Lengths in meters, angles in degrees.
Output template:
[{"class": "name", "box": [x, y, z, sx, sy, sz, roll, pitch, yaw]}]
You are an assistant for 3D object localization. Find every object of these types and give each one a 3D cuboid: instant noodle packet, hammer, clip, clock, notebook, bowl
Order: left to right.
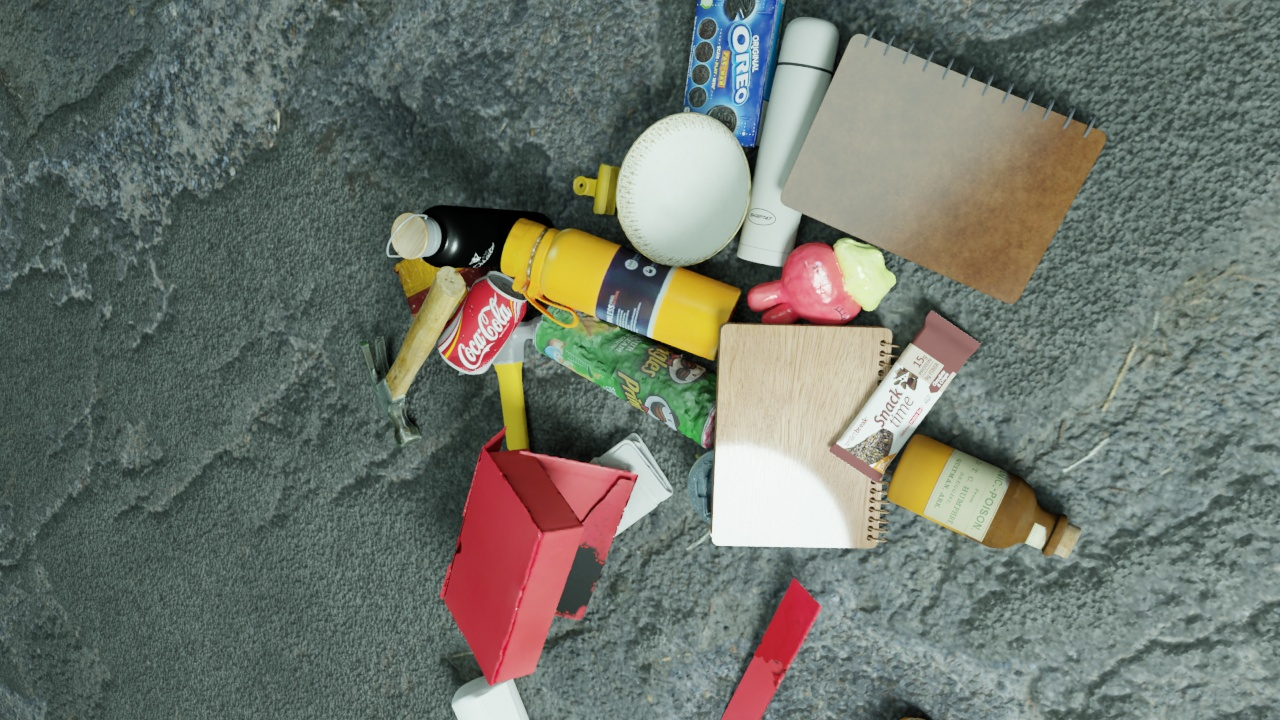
[{"class": "hammer", "box": [-0.248, -0.014, 1.006, 0.132, 0.033, 0.331, 64, 147, 11]}, {"class": "instant noodle packet", "box": [-0.220, -0.092, 1.064, 0.136, 0.039, 0.098, -23, 86, 29]}, {"class": "hammer", "box": [-0.139, 0.113, 1.056, 0.127, 0.029, 0.323, -4, 95, 28]}, {"class": "clip", "box": [-0.049, -0.183, 0.972, 0.049, 0.044, 0.054, 9, 103, 0]}, {"class": "bowl", "box": [0.053, -0.162, 0.893, 0.145, 0.063, 0.145, 0, 90, 31]}, {"class": "clock", "box": [0.106, 0.124, 0.914, 0.118, 0.057, 0.083, 0, 96, 27]}, {"class": "notebook", "box": [0.155, 0.072, 0.863, 0.169, 0.022, 0.210, 2, 98, -1]}, {"class": "notebook", "box": [0.257, -0.170, 0.795, 0.225, 0.024, 0.168, 26, 108, 8]}]

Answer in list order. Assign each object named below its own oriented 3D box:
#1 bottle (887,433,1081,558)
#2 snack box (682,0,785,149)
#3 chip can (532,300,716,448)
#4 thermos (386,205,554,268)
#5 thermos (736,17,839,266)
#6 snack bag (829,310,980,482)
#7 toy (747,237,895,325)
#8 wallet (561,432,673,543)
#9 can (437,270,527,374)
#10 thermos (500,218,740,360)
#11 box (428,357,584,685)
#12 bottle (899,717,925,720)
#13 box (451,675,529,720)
[{"class": "bottle", "box": [0.303, 0.126, 0.808, 0.157, 0.067, 0.068, 25, 107, 22]}, {"class": "snack box", "box": [0.089, -0.285, 0.889, 0.082, 0.027, 0.150, 12, 102, 26]}, {"class": "chip can", "box": [-0.007, 0.006, 0.949, 0.223, 0.075, 0.075, 28, 108, 22]}, {"class": "thermos", "box": [-0.171, -0.124, 0.927, 0.061, 0.230, 0.061, 3, 97, 26]}, {"class": "thermos", "box": [0.139, -0.203, 0.860, 0.052, 0.052, 0.224, 17, 103, 24]}, {"class": "snack bag", "box": [0.240, 0.034, 0.836, 0.057, 0.013, 0.158, 34, 99, -3]}, {"class": "toy", "box": [0.166, -0.067, 0.853, 0.135, 0.045, 0.092, -18, 121, 23]}, {"class": "wallet", "box": [-0.028, 0.142, 0.999, 0.116, 0.032, 0.086, -44, 79, 24]}, {"class": "can", "box": [-0.171, -0.041, 0.998, 0.064, 0.064, 0.105, 43, 111, 16]}, {"class": "thermos", "box": [-0.025, -0.069, 0.907, 0.233, 0.076, 0.091, 21, 63, 6]}, {"class": "box", "box": [-0.162, 0.116, 1.091, 0.510, 0.141, 0.216, -117, 40, -55]}, {"class": "bottle", "box": [0.246, 0.393, 0.873, 0.063, 0.063, 0.109, 38, 112, 18]}, {"class": "box", "box": [-0.149, 0.432, 1.053, 0.144, 0.083, 0.137, -28, 84, 51]}]
